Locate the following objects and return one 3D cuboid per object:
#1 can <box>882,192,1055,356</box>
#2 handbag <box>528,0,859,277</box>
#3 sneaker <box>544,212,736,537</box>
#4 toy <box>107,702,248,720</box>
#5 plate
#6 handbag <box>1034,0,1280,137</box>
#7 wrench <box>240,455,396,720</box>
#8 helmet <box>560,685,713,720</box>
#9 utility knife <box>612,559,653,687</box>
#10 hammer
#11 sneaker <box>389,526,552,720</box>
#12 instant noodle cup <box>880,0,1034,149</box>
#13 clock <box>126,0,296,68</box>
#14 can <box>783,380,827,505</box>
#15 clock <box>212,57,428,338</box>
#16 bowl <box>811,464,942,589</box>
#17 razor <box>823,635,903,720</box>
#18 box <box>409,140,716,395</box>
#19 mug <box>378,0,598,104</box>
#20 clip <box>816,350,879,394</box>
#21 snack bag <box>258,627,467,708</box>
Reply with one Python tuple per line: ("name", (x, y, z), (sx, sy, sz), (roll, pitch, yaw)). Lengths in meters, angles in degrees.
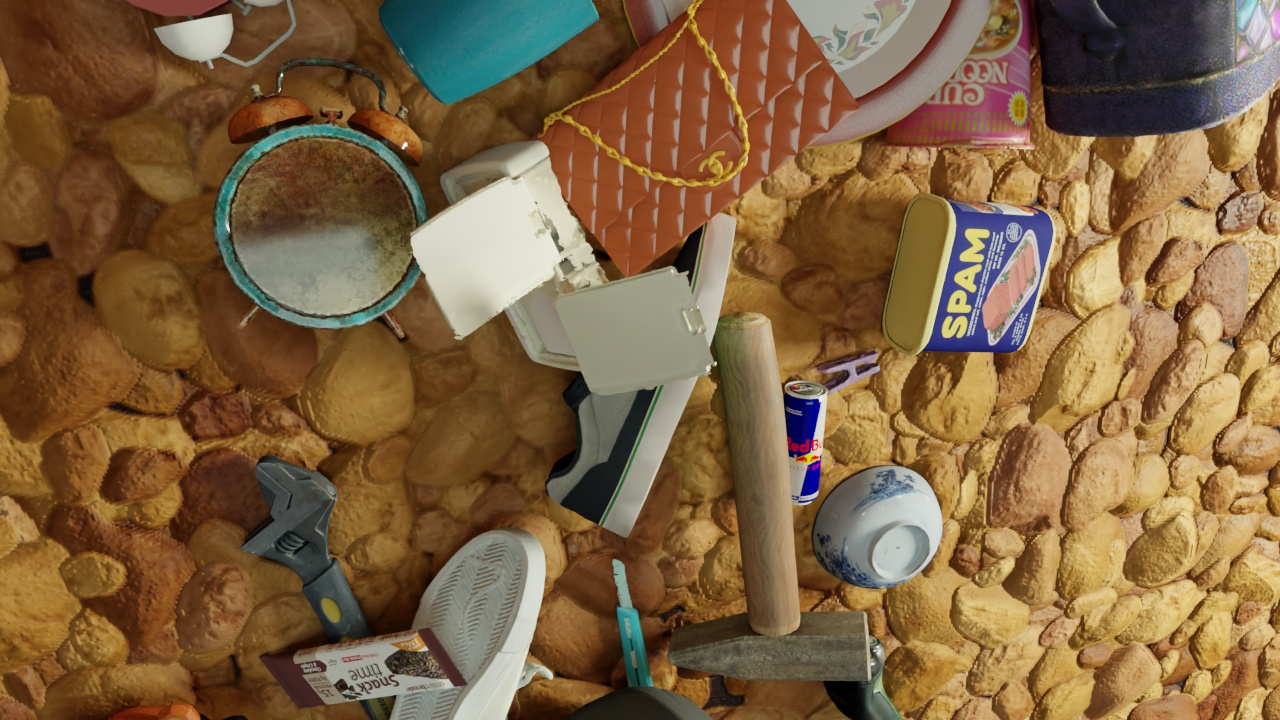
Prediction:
("can", (0.241, -0.061, 0.676), (0.092, 0.056, 0.116), (1, 111, -17))
("handbag", (0.028, -0.144, 0.557), (0.172, 0.060, 0.109), (-35, 100, 17))
("sneaker", (-0.003, 0.004, 0.628), (0.079, 0.084, 0.235), (22, 103, -1))
("toy", (-0.360, 0.299, 0.646), (0.176, 0.096, 0.112), (-30, 116, -14))
("plate", (0.100, -0.246, 0.556), (0.230, 0.021, 0.230), (2, 109, 6))
("handbag", (0.309, -0.255, 0.542), (0.221, 0.126, 0.205), (-31, 118, -30))
("wrench", (-0.218, 0.185, 0.670), (0.073, 0.022, 0.273), (-18, 114, -1))
("helmet", (-0.011, 0.347, 0.706), (0.169, 0.164, 0.266), (-16, 152, -42))
("utility knife", (-0.009, 0.223, 0.747), (0.022, 0.015, 0.151), (-5, 113, 14))
("hammer", (0.085, 0.108, 0.692), (0.158, 0.037, 0.301), (-4, 109, 12))
("sneaker", (-0.124, 0.239, 0.691), (0.090, 0.089, 0.242), (20, 92, -59))
("instant noodle cup", (0.211, -0.194, 0.599), (0.097, 0.097, 0.109), (-3, 105, -14))
("clock", (-0.242, -0.219, 0.490), (0.087, 0.044, 0.124), (-38, 116, 2))
("can", (0.124, 0.064, 0.708), (0.032, 0.032, 0.095), (-5, 112, -13))
("clock", (-0.186, -0.096, 0.541), (0.121, 0.073, 0.157), (3, 95, -22))
("bowl", (0.203, 0.146, 0.755), (0.114, 0.045, 0.114), (-5, 112, -13))
("razor", (0.210, 0.299, 0.820), (0.067, 0.054, 0.151), (-46, 122, -13))
("box", (-0.063, -0.038, 0.513), (0.106, 0.193, 0.143), (-38, 114, -27))
("mug", (-0.097, -0.212, 0.520), (0.104, 0.084, 0.112), (-34, 88, 6))
("clip", (0.160, 0.007, 0.706), (0.052, 0.013, 0.035), (-23, 116, -8))
("snack bag", (-0.201, 0.223, 0.658), (0.158, 0.013, 0.057), (-15, 116, 22))
